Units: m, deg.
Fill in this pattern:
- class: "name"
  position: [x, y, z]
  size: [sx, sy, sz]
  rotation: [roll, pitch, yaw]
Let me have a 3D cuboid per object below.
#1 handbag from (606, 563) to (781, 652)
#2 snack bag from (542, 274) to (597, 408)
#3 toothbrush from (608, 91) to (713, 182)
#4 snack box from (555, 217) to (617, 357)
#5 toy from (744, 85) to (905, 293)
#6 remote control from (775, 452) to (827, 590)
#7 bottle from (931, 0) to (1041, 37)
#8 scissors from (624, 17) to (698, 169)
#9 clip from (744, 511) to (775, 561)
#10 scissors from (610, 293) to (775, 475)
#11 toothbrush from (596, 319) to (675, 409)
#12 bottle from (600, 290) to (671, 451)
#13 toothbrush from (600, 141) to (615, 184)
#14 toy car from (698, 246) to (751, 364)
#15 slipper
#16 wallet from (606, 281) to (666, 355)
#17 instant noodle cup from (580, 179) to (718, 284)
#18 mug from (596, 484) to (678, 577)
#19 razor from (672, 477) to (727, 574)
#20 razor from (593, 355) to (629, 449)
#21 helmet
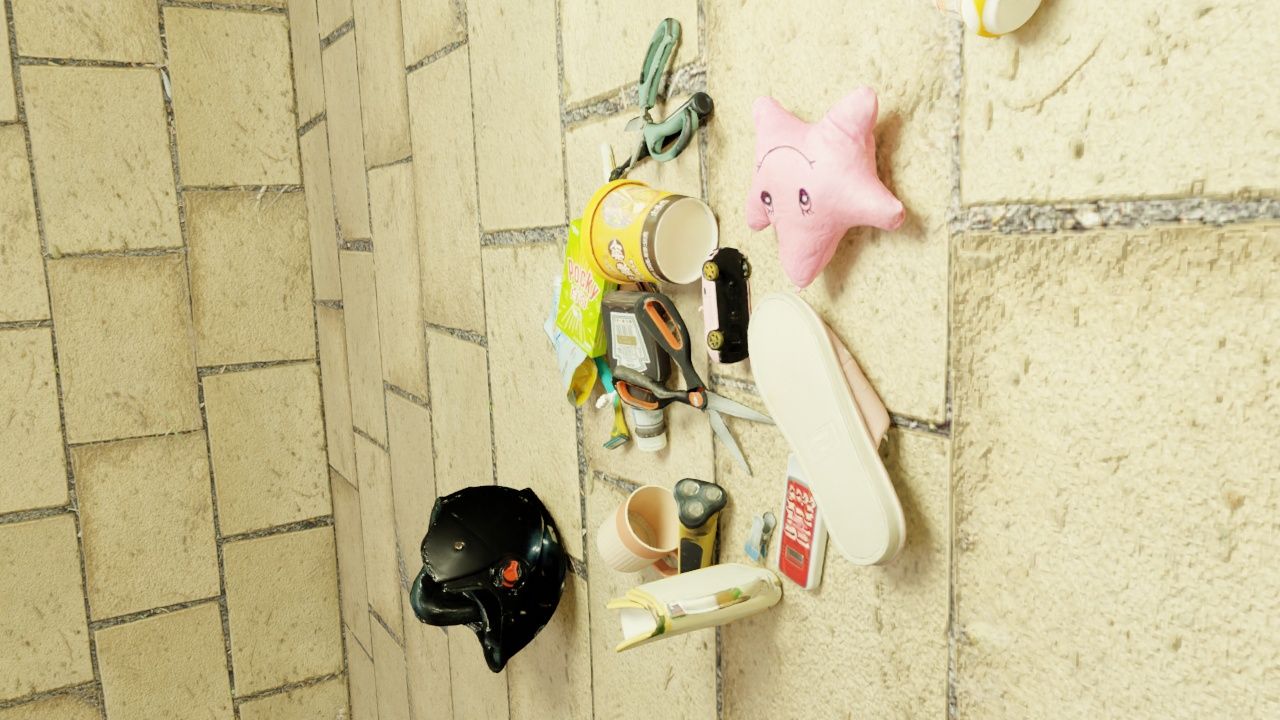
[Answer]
- class: "handbag"
  position: [0.067, 0.245, 0.949]
  size: [0.179, 0.163, 0.063]
  rotation: [-39, 62, 53]
- class: "snack bag"
  position: [-0.102, -0.032, 1.275]
  size: [0.190, 0.038, 0.110]
  rotation: [-112, 22, -45]
- class: "toothbrush"
  position: [0.015, -0.251, 1.060]
  size: [0.213, 0.026, 0.027]
  rotation: [-23, 37, 58]
- class: "snack box"
  position: [-0.065, -0.090, 1.142]
  size: [0.086, 0.026, 0.157]
  rotation: [42, 134, 36]
- class: "toy"
  position: [0.155, -0.146, 0.804]
  size: [0.195, 0.074, 0.179]
  rotation: [21, 114, 55]
- class: "remote control"
  position: [0.162, 0.159, 0.910]
  size: [0.056, 0.020, 0.136]
  rotation: [31, 122, 54]
- class: "bottle"
  position: [0.235, -0.278, 0.657]
  size: [0.108, 0.063, 0.063]
  rotation: [55, 139, 38]
- class: "scissors"
  position: [0.027, -0.286, 1.001]
  size: [0.170, 0.019, 0.171]
  rotation: [40, 116, 58]
- class: "clip"
  position: [0.128, 0.185, 0.977]
  size: [0.026, 0.036, 0.058]
  rotation: [46, 137, 48]
- class: "scissors"
  position: [0.047, 0.025, 1.008]
  size: [0.221, 0.021, 0.228]
  rotation: [-4, 105, 45]
- class: "toothbrush"
  position: [-0.007, 0.007, 1.136]
  size: [0.181, 0.016, 0.016]
  rotation: [-50, 53, 39]
- class: "bottle"
  position: [0.001, 0.015, 1.096]
  size: [0.080, 0.043, 0.195]
  rotation: [8, 115, 40]
- class: "toothbrush"
  position: [-0.029, -0.183, 1.157]
  size: [0.018, 0.016, 0.191]
  rotation: [-12, 86, 63]
- class: "toy car"
  position: [0.088, -0.056, 0.954]
  size: [0.037, 0.056, 0.122]
  rotation: [2, 97, 52]
- class: "slipper"
  position: [0.174, 0.054, 0.836]
  size: [0.114, 0.054, 0.274]
  rotation: [-55, 48, 48]
- class: "wallet"
  position: [-0.027, -0.074, 1.146]
  size: [0.125, 0.032, 0.101]
  rotation: [-42, 72, 52]
- class: "instant noodle cup"
  position: [0.014, -0.136, 1.008]
  size: [0.115, 0.118, 0.118]
  rotation: [17, 111, 48]
- class: "mug"
  position: [0.011, 0.221, 1.128]
  size: [0.114, 0.081, 0.106]
  rotation: [45, 144, 3]
- class: "razor"
  position: [0.062, 0.214, 1.053]
  size: [0.062, 0.067, 0.168]
  rotation: [12, 119, 17]
- class: "razor"
  position: [-0.041, 0.049, 1.213]
  size: [0.043, 0.028, 0.132]
  rotation: [-36, 62, 48]
- class: "helmet"
  position: [-0.222, 0.316, 1.380]
  size: [0.274, 0.229, 0.234]
  rotation: [59, 152, 18]
